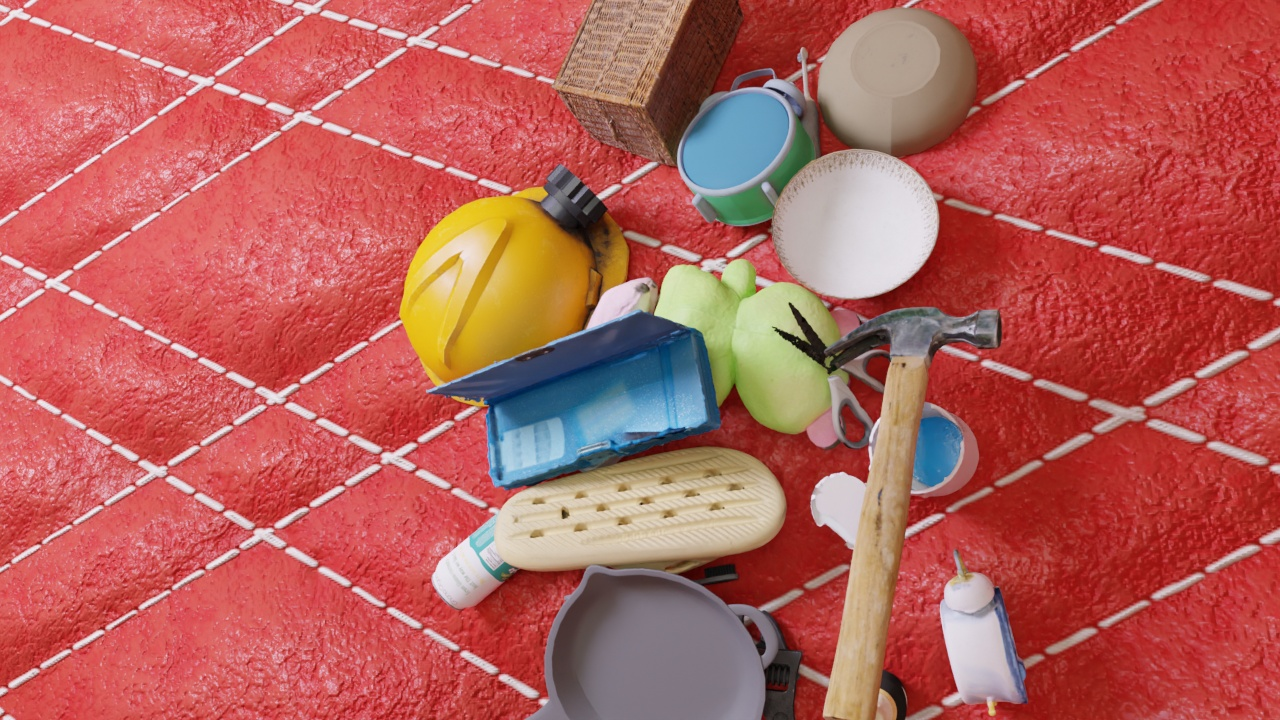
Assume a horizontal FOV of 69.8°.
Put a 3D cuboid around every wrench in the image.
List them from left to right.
[{"bbox_3d":[0.131,0.346,0.772,0.073,0.018,0.273,-21,72,11],"label":"wrench"}]

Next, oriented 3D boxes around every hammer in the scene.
[{"bbox_3d":[0.179,0.098,0.673,0.132,0.033,0.329,2,57,28],"label":"hammer"}]

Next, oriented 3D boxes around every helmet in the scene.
[{"bbox_3d":[-0.144,-0.081,0.905,0.255,0.131,0.205,-47,69,2],"label":"helmet"}]

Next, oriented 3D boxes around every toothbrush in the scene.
[{"bbox_3d":[0.008,0.208,0.847,0.167,0.013,0.013,-13,65,13],"label":"toothbrush"},{"bbox_3d":[0.166,-0.230,0.907,0.022,0.024,0.185,4,74,-19],"label":"toothbrush"}]

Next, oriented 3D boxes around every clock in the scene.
[{"bbox_3d":[0.106,-0.213,0.893,0.122,0.075,0.161,-4,64,30],"label":"clock"},{"bbox_3d":[0.269,0.212,0.727,0.052,0.088,0.125,-15,73,19],"label":"clock"}]

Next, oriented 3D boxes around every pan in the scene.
[{"bbox_3d":[-0.040,0.297,0.811,0.355,0.024,0.216,-28,92,17],"label":"pan"}]

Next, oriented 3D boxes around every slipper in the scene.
[{"bbox_3d":[0.000,0.147,0.829,0.261,0.079,0.111,-9,50,6],"label":"slipper"}]

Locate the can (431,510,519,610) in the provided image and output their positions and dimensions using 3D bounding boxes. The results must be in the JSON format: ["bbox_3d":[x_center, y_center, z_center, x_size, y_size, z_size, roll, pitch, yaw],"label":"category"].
[{"bbox_3d":[-0.146,0.189,0.876,0.101,0.055,0.055,-40,68,3],"label":"can"}]

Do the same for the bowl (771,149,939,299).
[{"bbox_3d":[0.195,-0.114,0.842,0.145,0.063,0.145,-3,74,10],"label":"bowl"}]

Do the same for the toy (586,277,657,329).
[{"bbox_3d":[-0.022,-0.039,0.882,0.053,0.099,0.096,41,100,0],"label":"toy"}]

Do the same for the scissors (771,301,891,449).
[{"bbox_3d":[0.174,0.003,0.788,0.150,0.165,0.013,-26,21,-28],"label":"scissors"}]

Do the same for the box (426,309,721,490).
[{"bbox_3d":[-0.062,0.038,0.781,0.232,0.112,0.094,-18,70,28],"label":"box"}]

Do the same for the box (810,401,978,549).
[{"bbox_3d":[0.211,0.095,0.749,0.136,0.146,0.084,-47,65,11],"label":"box"}]

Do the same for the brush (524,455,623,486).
[{"bbox_3d":[-0.059,0.078,0.877,0.136,0.055,0.075,-41,62,5],"label":"brush"}]

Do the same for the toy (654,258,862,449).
[{"bbox_3d":[0.099,-0.018,0.828,0.197,0.107,0.150,12,73,18],"label":"toy"}]

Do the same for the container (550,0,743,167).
[{"bbox_3d":[0.010,-0.313,0.928,0.113,0.114,0.198,20,81,25],"label":"container"}]

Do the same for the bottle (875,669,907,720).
[{"bbox_3d":[0.176,0.261,0.689,0.045,0.184,0.045,-4,75,16],"label":"bottle"}]

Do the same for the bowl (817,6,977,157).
[{"bbox_3d":[0.244,-0.276,0.880,0.152,0.050,0.152,-4,75,16],"label":"bowl"}]
